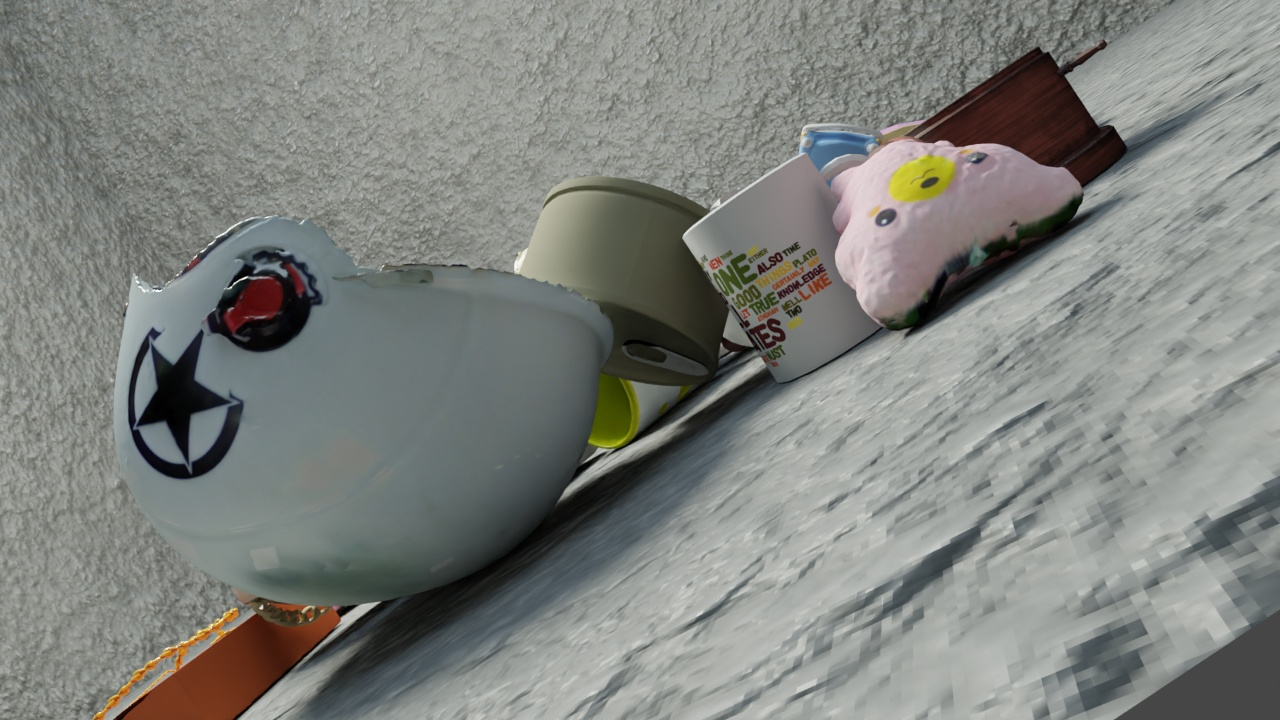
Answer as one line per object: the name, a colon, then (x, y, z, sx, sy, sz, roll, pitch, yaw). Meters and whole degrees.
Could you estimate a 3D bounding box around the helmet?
helmet: (-0.144, 0.047, 0.492, 0.264, 0.163, 0.236, -7, -19, 18)

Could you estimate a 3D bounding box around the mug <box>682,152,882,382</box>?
mug: (0.089, -0.055, 0.463, 0.105, 0.089, 0.073, -33, 2, 2)

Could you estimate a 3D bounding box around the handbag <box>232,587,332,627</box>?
handbag: (-0.220, 0.068, 0.676, 0.208, 0.210, 0.104, -23, -5, -38)

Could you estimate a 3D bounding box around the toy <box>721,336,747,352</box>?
toy: (0.083, -0.075, 0.738, 0.131, 0.124, 0.097, -24, 36, -13)

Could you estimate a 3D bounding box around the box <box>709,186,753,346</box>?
box: (0.099, -0.048, 0.599, 0.083, 0.143, 0.137, -30, -29, -11)

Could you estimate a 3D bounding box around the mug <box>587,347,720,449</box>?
mug: (-0.004, 0.004, 0.667, 0.105, 0.082, 0.083, -35, 2, -42)

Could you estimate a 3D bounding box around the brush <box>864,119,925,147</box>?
brush: (0.189, -0.152, 0.865, 0.229, 0.089, 0.043, -21, 9, 9)

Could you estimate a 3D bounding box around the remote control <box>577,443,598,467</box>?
remote control: (-0.086, 0.097, 0.646, 0.074, 0.019, 0.150, -32, 3, 35)

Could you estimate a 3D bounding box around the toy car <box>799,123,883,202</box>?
toy car: (0.146, -0.113, 0.682, 0.153, 0.056, 0.054, 72, -149, -59)

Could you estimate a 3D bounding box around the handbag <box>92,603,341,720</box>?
handbag: (-0.299, 0.218, 0.631, 0.109, 0.060, 0.171, -37, 1, 9)

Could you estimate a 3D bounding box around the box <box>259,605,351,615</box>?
box: (-0.252, 0.175, 0.830, 0.230, 0.066, 0.159, -34, 26, -8)

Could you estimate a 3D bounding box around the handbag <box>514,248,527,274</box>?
handbag: (-0.028, -0.034, 0.773, 0.113, 0.171, 0.123, -24, 14, 31)

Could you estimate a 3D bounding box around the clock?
clock: (0.180, -0.106, 0.511, 0.158, 0.072, 0.120, -33, 2, 9)

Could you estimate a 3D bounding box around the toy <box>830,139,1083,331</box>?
toy: (0.126, -0.066, 0.402, 0.102, 0.093, 0.050, -30, -39, 1)

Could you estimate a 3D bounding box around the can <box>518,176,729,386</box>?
can: (-0.008, -0.043, 0.539, 0.128, 0.127, 0.073, -29, 41, 66)

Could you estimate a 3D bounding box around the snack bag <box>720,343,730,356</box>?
snack bag: (0.097, -0.030, 0.824, 0.197, 0.016, 0.070, -33, 1, 30)
